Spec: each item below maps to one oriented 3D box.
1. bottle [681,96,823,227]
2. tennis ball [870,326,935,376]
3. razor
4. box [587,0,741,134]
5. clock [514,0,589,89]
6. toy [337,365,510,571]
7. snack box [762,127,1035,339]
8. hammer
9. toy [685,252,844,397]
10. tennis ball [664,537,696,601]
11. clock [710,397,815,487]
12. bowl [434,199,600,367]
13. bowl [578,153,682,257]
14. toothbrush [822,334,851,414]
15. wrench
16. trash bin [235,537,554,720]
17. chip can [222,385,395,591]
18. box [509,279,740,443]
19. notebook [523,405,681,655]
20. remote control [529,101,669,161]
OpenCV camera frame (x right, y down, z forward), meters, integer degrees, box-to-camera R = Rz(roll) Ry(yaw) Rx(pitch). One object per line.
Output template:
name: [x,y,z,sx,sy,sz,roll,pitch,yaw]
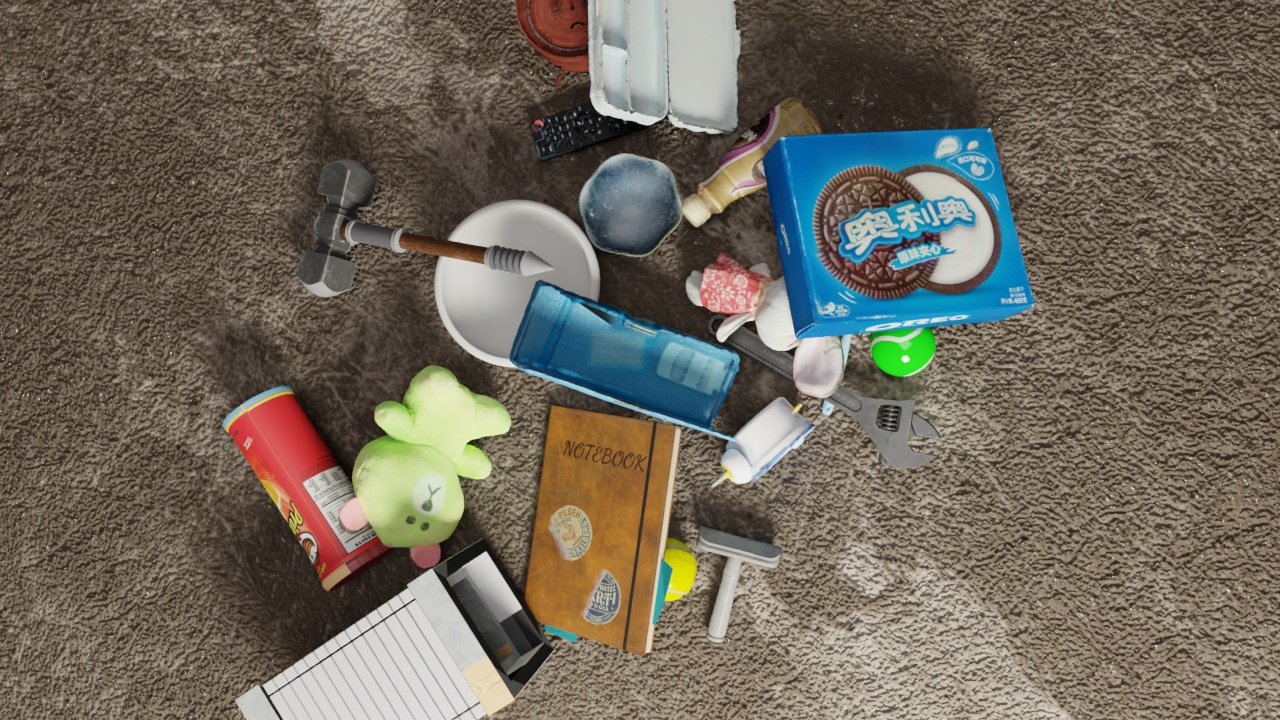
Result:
bottle: [0.114,-0.206,0.975,0.166,0.059,0.059,-40,85,4]
tennis ball: [0.271,-0.016,0.950,0.065,0.065,0.065,0,88,5]
razor: [0.092,0.242,0.973,0.088,0.047,0.116,14,97,6]
box: [0.025,-0.348,0.959,0.191,0.045,0.209,-2,89,-34]
clock: [-0.073,-0.387,0.992,0.120,0.072,0.157,-16,87,5]
toy: [-0.233,0.106,0.975,0.150,0.107,0.197,37,89,-38]
snack box: [0.255,-0.129,0.914,0.238,0.056,0.195,-6,77,-12]
hammer: [-0.221,-0.120,0.952,0.323,0.043,0.156,13,89,29]
toy: [0.136,-0.054,0.947,0.194,0.084,0.158,17,65,17]
tennis ball: [0.026,0.219,0.965,0.065,0.065,0.065,0,88,5]
clock: [0.122,0.092,0.949,0.125,0.089,0.052,-42,80,1]
bowl: [-0.128,-0.080,0.989,0.177,0.066,0.176,0,88,5]
bowl: [-0.008,-0.162,0.987,0.110,0.055,0.110,0,87,6]
toothbrush: [0.218,-0.017,0.981,0.022,0.016,0.155,15,90,-4]
wrench: [0.189,0.026,0.967,0.273,0.018,0.073,31,92,13]
trash bin: [-0.243,0.320,0.936,0.247,0.142,0.142,-34,85,9]
chip can: [-0.358,0.138,0.995,0.087,0.087,0.213,-36,84,3]
box: [-0.005,0.006,0.911,0.231,0.111,0.094,20,98,-17]
notebook: [-0.039,0.181,0.960,0.179,0.014,0.249,7,88,32]
remote control: [-0.045,-0.262,1.012,0.150,0.022,0.047,-16,87,6]
